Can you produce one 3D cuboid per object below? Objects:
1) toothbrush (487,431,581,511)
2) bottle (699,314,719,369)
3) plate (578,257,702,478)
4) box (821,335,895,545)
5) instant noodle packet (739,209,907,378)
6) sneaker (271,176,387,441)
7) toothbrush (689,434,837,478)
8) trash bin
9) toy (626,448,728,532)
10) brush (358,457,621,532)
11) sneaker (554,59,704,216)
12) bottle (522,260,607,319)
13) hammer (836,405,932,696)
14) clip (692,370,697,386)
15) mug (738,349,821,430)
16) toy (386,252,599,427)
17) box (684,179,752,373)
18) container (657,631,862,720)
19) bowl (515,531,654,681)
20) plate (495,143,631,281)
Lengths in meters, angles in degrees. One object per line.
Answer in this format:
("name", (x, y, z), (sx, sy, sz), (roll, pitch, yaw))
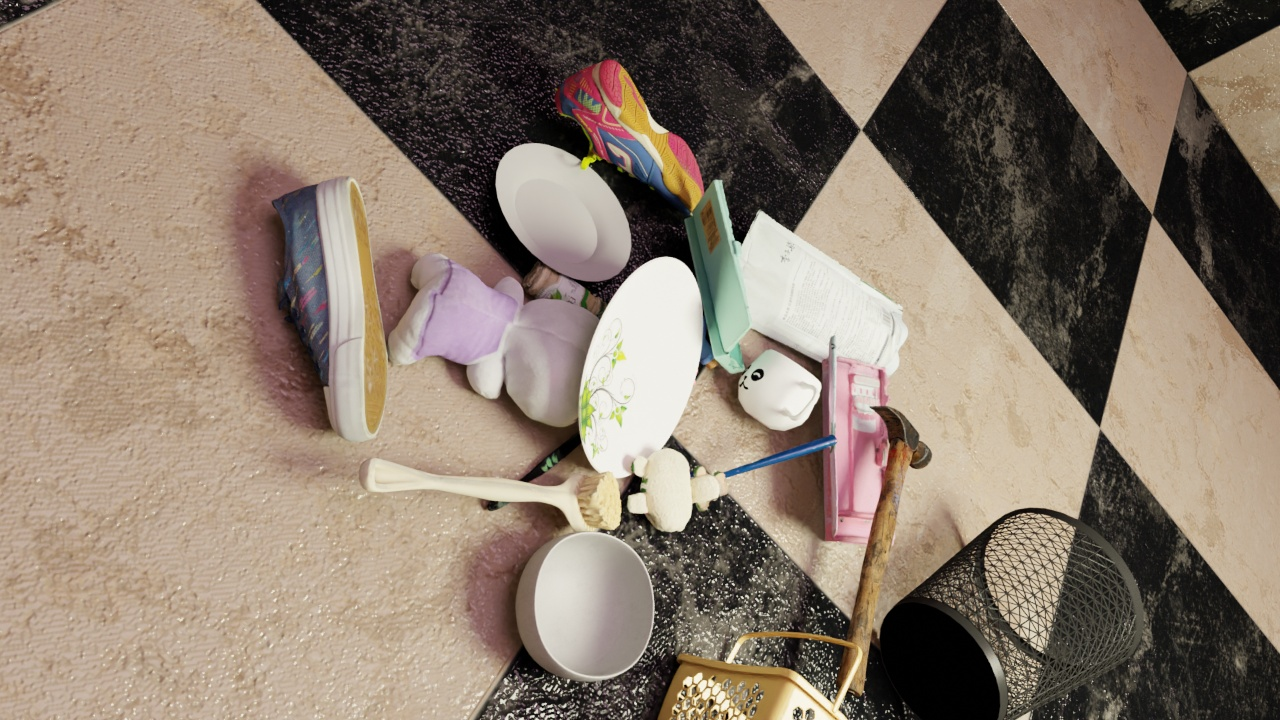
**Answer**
("toothbrush", (-0.082, 0.095, 0.912), (0.187, 0.017, 0.014), (-37, 106, -41))
("bottle", (0.046, -0.045, 1.040), (0.131, 0.048, 0.047), (52, 51, -9))
("plate", (-0.005, 0.006, 0.932), (0.228, 0.030, 0.230), (-35, 133, -48))
("box", (0.246, 0.102, 1.112), (0.172, 0.075, 0.232), (25, 62, -48))
("instant noodle packet", (0.229, -0.068, 1.189), (0.269, 0.057, 0.146), (27, 72, -22))
("sneaker", (-0.272, -0.042, 0.796), (0.079, 0.087, 0.235), (-8, 80, -3))
("toothbrush", (0.126, 0.111, 1.007), (0.190, 0.016, 0.017), (-15, 73, -10))
("trash bin", (0.430, 0.320, 1.097), (0.242, 0.218, 0.217), (-17, 83, -33))
("toy", (0.032, 0.135, 0.959), (0.112, 0.050, 0.087), (4, 72, -30))
("brush", (-0.121, 0.116, 0.815), (0.271, 0.078, 0.062), (16, 52, -40))
("sneaker", (-0.009, -0.245, 1.060), (0.242, 0.091, 0.116), (43, 40, -44))
("bottle", (-0.071, -0.062, 0.963), (0.110, 0.043, 0.042), (34, 56, -21))
("hammer", (0.265, 0.210, 1.039), (0.120, 0.033, 0.329), (43, 55, -34))
("clip", (0.037, 0.016, 1.030), (0.059, 0.023, 0.041), (33, 58, -16))
("mug", (0.163, 0.041, 1.051), (0.090, 0.124, 0.076), (36, 89, -21))
("toy", (-0.126, -0.025, 0.883), (0.209, 0.086, 0.137), (24, 58, -22))
("box", (0.089, -0.091, 1.037), (0.056, 0.138, 0.186), (-11, 66, 1))
("container", (0.120, 0.332, 0.864), (0.129, 0.184, 0.166), (43, 61, -16))
("bowl", (-0.057, 0.227, 0.847), (0.131, 0.065, 0.131), (14, 65, -33))
("plate", (-0.085, -0.157, 0.991), (0.172, 0.019, 0.172), (23, 50, -31))
